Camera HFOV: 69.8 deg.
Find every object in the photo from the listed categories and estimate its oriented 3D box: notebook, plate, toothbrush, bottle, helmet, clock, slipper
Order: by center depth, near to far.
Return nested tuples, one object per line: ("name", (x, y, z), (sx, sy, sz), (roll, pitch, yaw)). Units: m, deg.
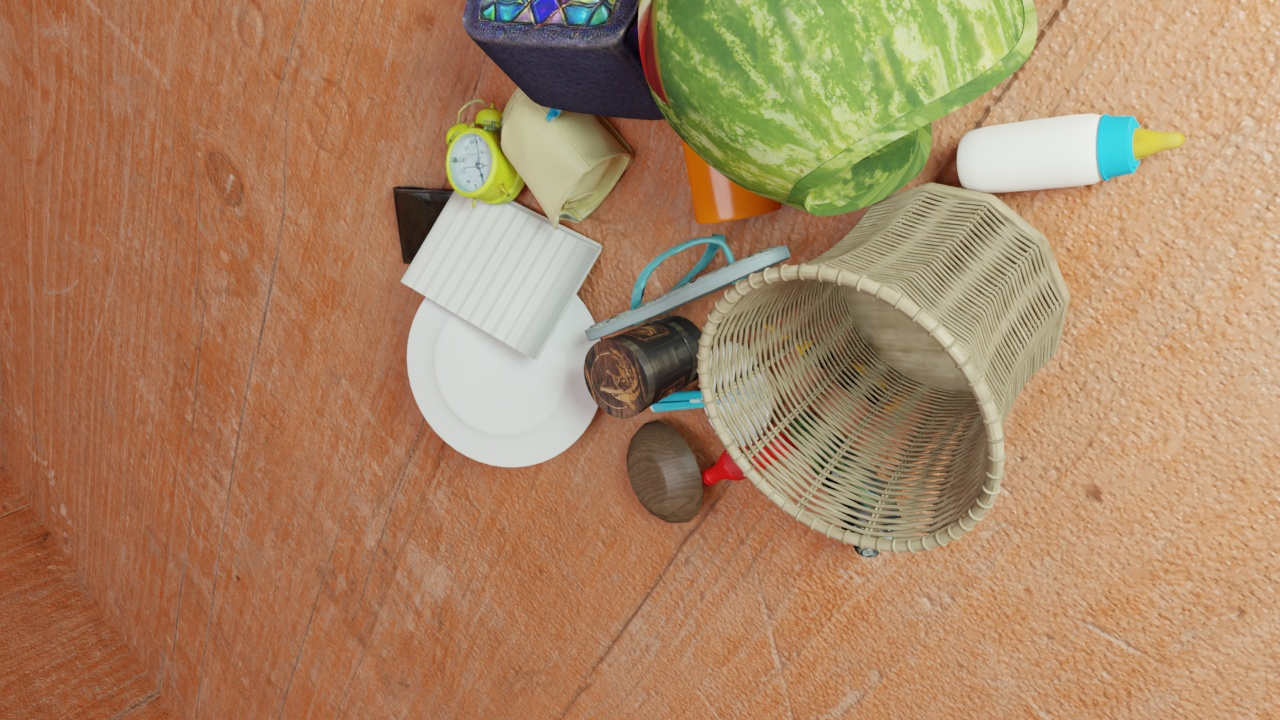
("helmet", (0.118, -0.240, 0.650), (0.213, 0.243, 0.247), (112, 134, -76))
("bottle", (0.305, -0.149, 0.657), (0.146, 0.051, 0.051), (2, 108, 39))
("toothbrush", (0.161, -0.007, 0.846), (0.197, 0.030, 0.031), (33, 142, 28))
("slipper", (0.039, -0.078, 0.882), (0.270, 0.098, 0.054), (-22, 88, 51))
("plate", (0.100, 0.031, 0.901), (0.104, 0.026, 0.104), (21, 115, 54))
("bottle", (0.106, 0.099, 0.925), (0.119, 0.036, 0.036), (-35, 83, 42))
("clock", (-0.173, -0.228, 1.013), (0.083, 0.057, 0.119), (-16, 85, 33))
("notebook", (-0.159, -0.107, 1.025), (0.210, 0.009, 0.142), (29, 87, 26))
("plate", (-0.160, 0.006, 1.050), (0.243, 0.016, 0.242), (2, 99, 13))

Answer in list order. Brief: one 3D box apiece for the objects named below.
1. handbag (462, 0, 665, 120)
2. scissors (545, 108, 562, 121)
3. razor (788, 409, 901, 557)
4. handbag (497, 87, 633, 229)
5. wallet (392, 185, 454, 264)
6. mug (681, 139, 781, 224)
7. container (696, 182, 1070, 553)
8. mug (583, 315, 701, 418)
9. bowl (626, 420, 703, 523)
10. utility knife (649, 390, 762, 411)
("handbag", (-0.020, -0.333, 0.785), (0.205, 0.125, 0.222), (16, 80, 32))
("scissors", (-0.054, -0.293, 0.885), (0.134, 0.011, 0.137), (-2, 84, 3))
("razor", (0.183, 0.109, 0.850), (0.054, 0.067, 0.151), (-49, 66, 36))
("handbag", (-0.084, -0.213, 0.938), (0.119, 0.081, 0.111), (52, 138, 10))
("wallet", (-0.257, -0.163, 1.130), (0.120, 0.031, 0.099), (11, 115, 34))
("mug", (0.073, -0.178, 0.830), (0.113, 0.077, 0.096), (18, 121, 65))
("container", (0.189, -0.007, 0.684), (0.227, 0.195, 0.227), (26, 135, 28))
("mug", (-0.005, 0.005, 0.933), (0.116, 0.107, 0.080), (-9, 101, 41))
("bowl", (0.018, 0.125, 0.994), (0.118, 0.030, 0.118), (27, 125, 46))
("utility knife", (0.063, 0.036, 0.924), (0.181, 0.015, 0.022), (-10, 95, 55))
